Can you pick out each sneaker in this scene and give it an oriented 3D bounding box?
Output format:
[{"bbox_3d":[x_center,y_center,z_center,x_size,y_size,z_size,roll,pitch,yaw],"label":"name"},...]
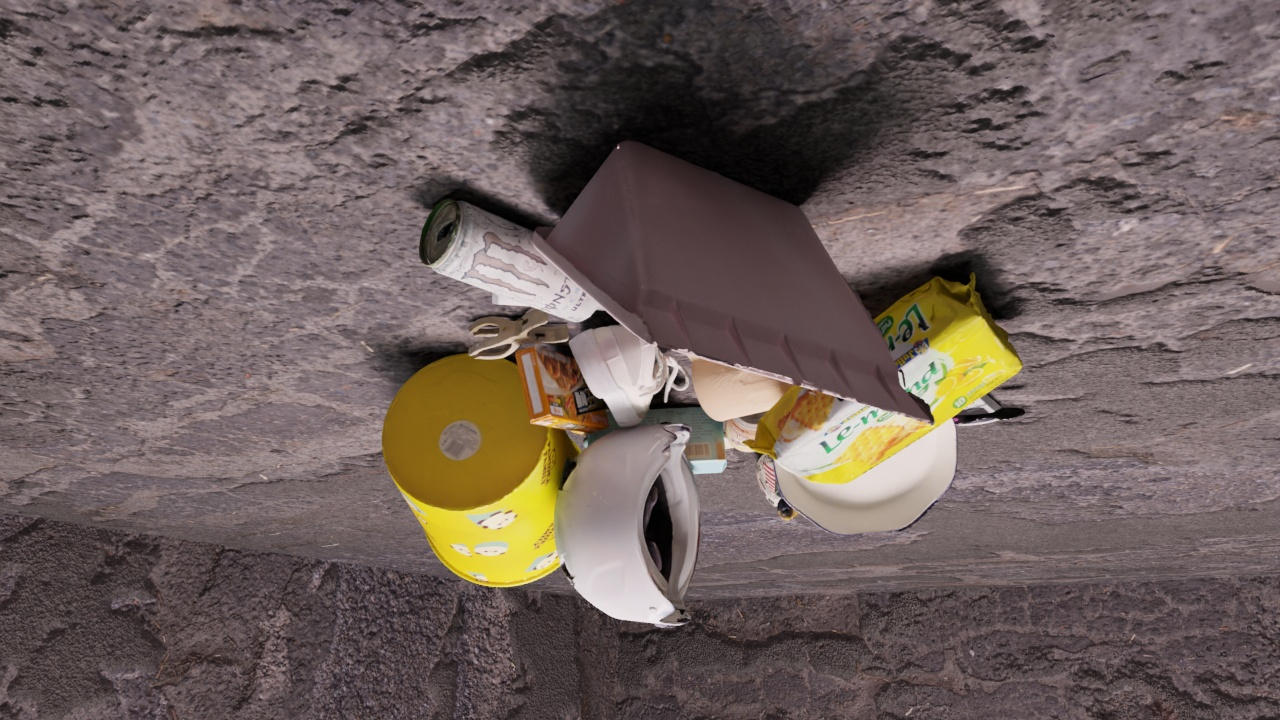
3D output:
[{"bbox_3d":[-0.005,0.006,0.928,0.091,0.089,0.242,-25,167,0],"label":"sneaker"}]

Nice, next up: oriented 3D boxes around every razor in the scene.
[{"bbox_3d":[0.250,0.185,1.318,0.062,0.067,0.167,-25,-179,43],"label":"razor"}]

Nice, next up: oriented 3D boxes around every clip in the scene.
[{"bbox_3d":[-0.124,-0.026,0.920,0.099,0.034,0.066,-12,156,14],"label":"clip"}]

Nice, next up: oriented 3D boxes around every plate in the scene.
[{"bbox_3d":[0.251,0.102,1.039,0.205,0.205,0.045,2,-158,2],"label":"plate"}]

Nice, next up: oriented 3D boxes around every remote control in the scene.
[{"bbox_3d":[0.374,0.049,1.074,0.058,0.021,0.150,-12,155,35],"label":"remote control"}]

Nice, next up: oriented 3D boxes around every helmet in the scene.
[{"bbox_3d":[-0.017,0.182,1.031,0.146,0.229,0.258,-1,174,11],"label":"helmet"}]

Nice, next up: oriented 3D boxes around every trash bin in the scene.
[{"bbox_3d":[-0.179,0.127,1.090,0.230,0.229,0.256,1,154,4],"label":"trash bin"}]

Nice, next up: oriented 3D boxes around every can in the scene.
[{"bbox_3d":[0.133,0.071,1.108,0.058,0.058,0.116,1,160,3],"label":"can"},{"bbox_3d":[-0.099,-0.078,0.732,0.146,0.058,0.058,20,154,-39],"label":"can"}]

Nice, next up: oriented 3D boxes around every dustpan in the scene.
[{"bbox_3d":[0.039,-0.033,0.636,0.222,0.273,0.139,17,130,-29],"label":"dustpan"}]

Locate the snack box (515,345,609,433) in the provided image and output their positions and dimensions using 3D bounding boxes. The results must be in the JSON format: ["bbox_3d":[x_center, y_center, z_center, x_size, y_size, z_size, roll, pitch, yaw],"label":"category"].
[{"bbox_3d":[-0.080,0.034,0.965,0.026,0.075,0.153,-18,166,17],"label":"snack box"}]

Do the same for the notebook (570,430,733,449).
[{"bbox_3d":[0.026,0.105,1.287,0.206,0.010,0.146,21,153,-40],"label":"notebook"}]

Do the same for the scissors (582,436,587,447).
[{"bbox_3d":[0.009,0.128,1.307,0.170,0.019,0.181,-2,158,8],"label":"scissors"}]

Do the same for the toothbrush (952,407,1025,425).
[{"bbox_3d":[0.359,0.073,1.090,0.190,0.014,0.017,-12,167,36],"label":"toothbrush"}]

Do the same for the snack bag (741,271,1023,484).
[{"bbox_3d":[0.225,0.025,0.846,0.247,0.068,0.158,-39,145,19],"label":"snack bag"}]

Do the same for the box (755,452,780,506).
[{"bbox_3d":[0.197,0.167,1.328,0.076,0.087,0.163,16,163,8],"label":"box"}]

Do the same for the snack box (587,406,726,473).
[{"bbox_3d":[0.020,0.104,1.164,0.175,0.074,0.052,-2,153,-2],"label":"snack box"}]

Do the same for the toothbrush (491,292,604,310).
[{"bbox_3d":[-0.022,-0.057,0.826,0.221,0.026,0.026,3,138,-2],"label":"toothbrush"}]

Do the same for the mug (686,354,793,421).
[{"bbox_3d":[0.106,-0.003,0.903,0.104,0.084,0.124,-14,128,35],"label":"mug"}]

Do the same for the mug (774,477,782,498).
[{"bbox_3d":[0.213,0.115,1.157,0.084,0.103,0.124,1,159,4],"label":"mug"}]
